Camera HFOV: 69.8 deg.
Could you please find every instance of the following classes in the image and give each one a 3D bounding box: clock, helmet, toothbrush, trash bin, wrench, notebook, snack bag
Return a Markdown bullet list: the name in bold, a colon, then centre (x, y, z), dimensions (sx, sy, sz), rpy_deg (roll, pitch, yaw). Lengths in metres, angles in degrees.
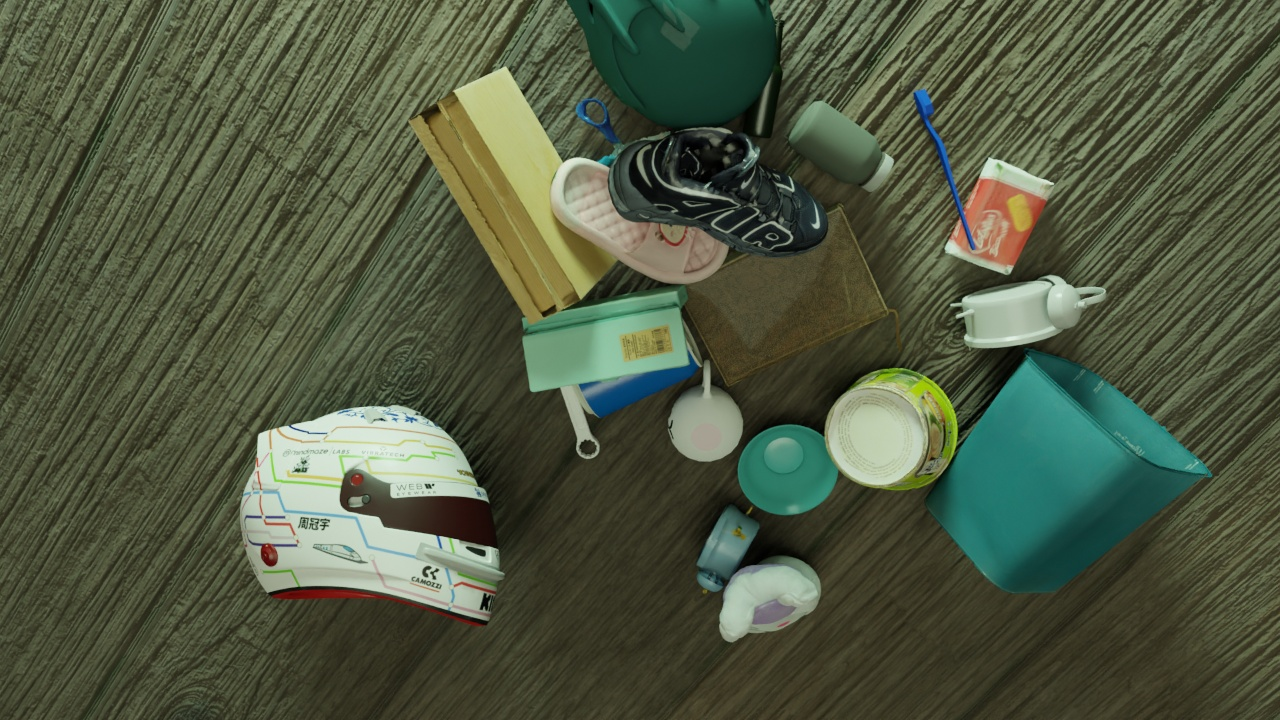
- **clock**: centre (0.438, -0.054, 1.033), dimensions (0.159, 0.119, 0.061), rpy_deg (-11, 100, 17)
- **helmet**: centre (0.017, -0.352, 0.898), dimensions (0.177, 0.200, 0.275), rpy_deg (-38, 104, 13)
- **toothbrush**: centre (0.341, -0.211, 1.016), dimensions (0.011, 0.016, 0.187), rpy_deg (-22, 95, 2)
- **trash bin**: centre (0.468, 0.136, 1.046), dimensions (0.199, 0.196, 0.219), rpy_deg (11, 123, -39)
- **helmet**: centre (-0.305, 0.172, 1.078), dimensions (0.314, 0.231, 0.235), rpy_deg (6, 74, 6)
- **wrench**: centre (-0.101, -0.001, 1.126), dimensions (0.047, 0.009, 0.273), rpy_deg (-15, 108, 7)
- **notebook**: centre (0.177, -0.058, 1.082), dimensions (0.216, 0.034, 0.190), rpy_deg (-25, 106, 11)
- **snack bag**: centre (0.405, -0.161, 1.037), dimensions (0.077, 0.036, 0.116), rpy_deg (20, 108, -5)
- **clock**: centre (0.106, 0.239, 1.158), dimensions (0.052, 0.088, 0.125), rpy_deg (28, 118, 10)

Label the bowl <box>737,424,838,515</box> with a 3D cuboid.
- **bowl**: centre (0.181, 0.127, 1.140), dimensions (0.121, 0.046, 0.121), rpy_deg (1, 109, 2)

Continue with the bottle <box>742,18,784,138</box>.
- **bottle**: centre (0.138, -0.306, 0.998), dimensions (0.033, 0.033, 0.123), rpy_deg (9, 109, -1)

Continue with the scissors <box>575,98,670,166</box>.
- **scissors**: centre (-0.029, -0.245, 1.037), dimensions (0.127, 0.014, 0.127), rpy_deg (-17, 107, 6)

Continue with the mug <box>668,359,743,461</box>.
- **mug**: centre (0.079, 0.061, 1.104), dimensions (0.090, 0.076, 0.124), rpy_deg (1, 111, 2)

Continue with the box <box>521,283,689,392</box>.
- **box**: centre (-0.036, -0.028, 1.044), dimensions (0.187, 0.078, 0.112), rpy_deg (-11, 79, 13)

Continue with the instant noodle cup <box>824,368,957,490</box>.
- **instant noodle cup**: centre (0.284, 0.082, 1.064), dimensions (0.146, 0.097, 0.146), rpy_deg (1, 91, 31)

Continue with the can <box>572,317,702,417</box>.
- **can**: centre (-0.006, 0.006, 1.088), dimensions (0.146, 0.078, 0.079), rpy_deg (-25, 106, 10)

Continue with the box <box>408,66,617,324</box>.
- **box**: centre (-0.131, -0.180, 0.997), dimensions (0.092, 0.127, 0.249), rpy_deg (-25, 106, 21)

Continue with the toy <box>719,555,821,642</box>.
- **toy**: centre (0.154, 0.292, 1.135), dimensions (0.138, 0.209, 0.085), rpy_deg (-28, 72, 4)

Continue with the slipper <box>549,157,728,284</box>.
- **slipper**: centre (0.003, -0.153, 1.008), dimensions (0.221, 0.056, 0.106), rpy_deg (19, 77, -24)

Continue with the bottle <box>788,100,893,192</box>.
- **bottle**: centre (0.221, -0.232, 1.006), dimensions (0.108, 0.060, 0.060), rpy_deg (32, 107, -9)

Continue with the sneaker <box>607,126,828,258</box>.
- **sneaker**: centre (0.105, -0.180, 0.938), dimensions (0.252, 0.151, 0.097), rpy_deg (11, 82, -19)
